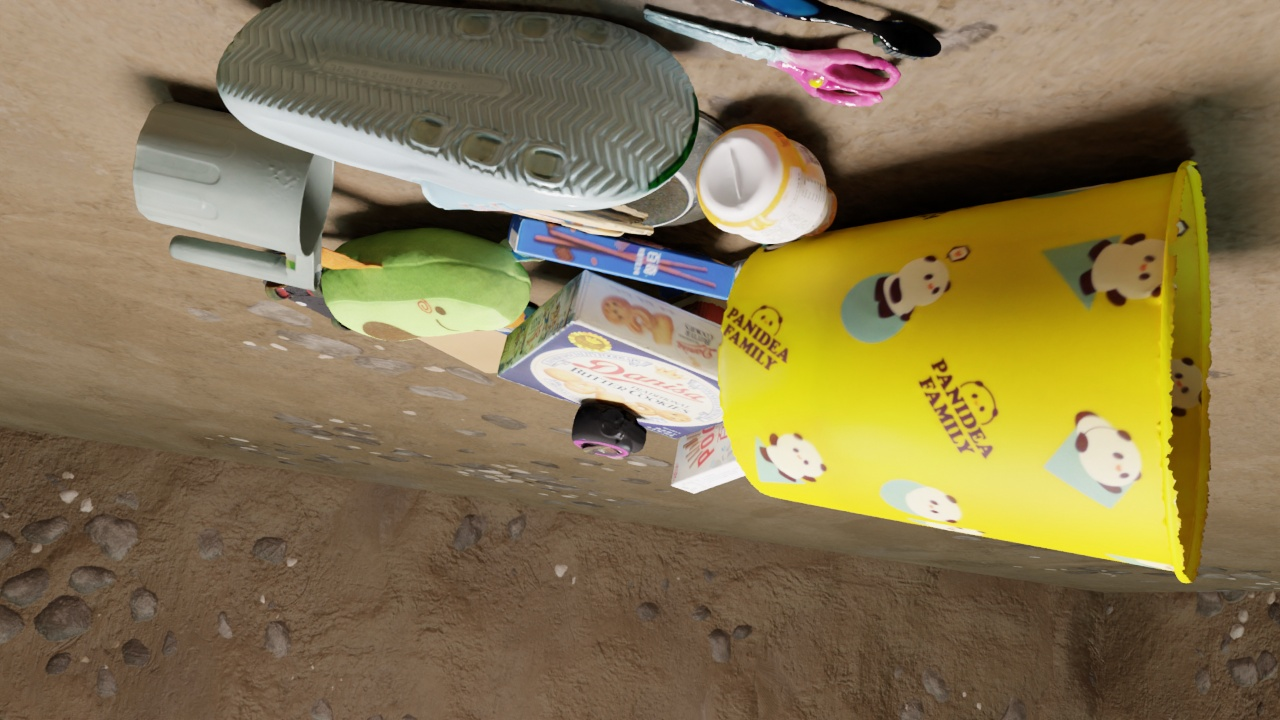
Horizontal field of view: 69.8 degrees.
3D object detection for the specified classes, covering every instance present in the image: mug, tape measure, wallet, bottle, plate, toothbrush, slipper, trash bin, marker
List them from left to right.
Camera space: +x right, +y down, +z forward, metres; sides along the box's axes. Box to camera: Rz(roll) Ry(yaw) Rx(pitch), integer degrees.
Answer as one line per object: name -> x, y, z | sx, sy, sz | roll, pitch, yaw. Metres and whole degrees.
mug -> -0.268, -0.105, 0.616 | 0.103, 0.083, 0.124 | 12, 133, -9
slipper -> -0.094, -0.124, 0.473 | 0.245, 0.103, 0.074 | 11, 157, 5
tape measure -> -0.126, -0.042, 0.910 | 0.055, 0.025, 0.058 | -6, 163, 34
wallet -> -0.050, -0.095, 0.561 | 0.087, 0.024, 0.115 | 15, -179, -32
tape measure -> -0.031, 0.063, 0.797 | 0.058, 0.039, 0.057 | 3, 159, 31
plate -> -0.021, -0.119, 0.596 | 0.179, 0.024, 0.179 | 7, 165, 2
marker -> 0.064, -0.068, 0.732 | 0.017, 0.017, 0.146 | 18, 165, -33
toothbrush -> 0.052, -0.167, 0.418 | 0.189, 0.014, 0.016 | 12, -173, -13
bottle -> 0.081, -0.100, 0.549 | 0.063, 0.063, 0.108 | -3, 175, 34
trash bin -> 0.203, 0.006, 0.577 | 0.256, 0.229, 0.229 | 0, 163, 35

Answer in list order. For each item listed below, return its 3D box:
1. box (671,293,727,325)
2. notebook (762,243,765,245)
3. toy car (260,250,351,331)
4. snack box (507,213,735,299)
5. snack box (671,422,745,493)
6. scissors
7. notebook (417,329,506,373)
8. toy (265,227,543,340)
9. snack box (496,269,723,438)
box -> 0.041, 0.001, 0.865 | 0.091, 0.076, 0.169 | 24, 160, -22
notebook -> 0.182, -0.051, 0.758 | 0.150, 0.012, 0.209 | 5, 163, 13
toy car -> -0.296, -0.062, 0.889 | 0.071, 0.041, 0.156 | 0, 161, 27
snack box -> -0.016, -0.078, 0.673 | 0.157, 0.026, 0.084 | 11, -169, -13
snack box -> 0.079, 0.059, 0.792 | 0.027, 0.084, 0.157 | 20, 155, -20
scissors -> 0.065, -0.153, 0.458 | 0.133, 0.017, 0.057 | 15, 173, -12
notebook -> -0.180, -0.019, 1.045 | 0.148, 0.008, 0.207 | -1, 162, 29
toy -> -0.185, -0.061, 0.757 | 0.247, 0.090, 0.226 | 0, 172, 39
snack box -> -0.004, 0.004, 0.751 | 0.178, 0.045, 0.183 | 21, 158, -20
